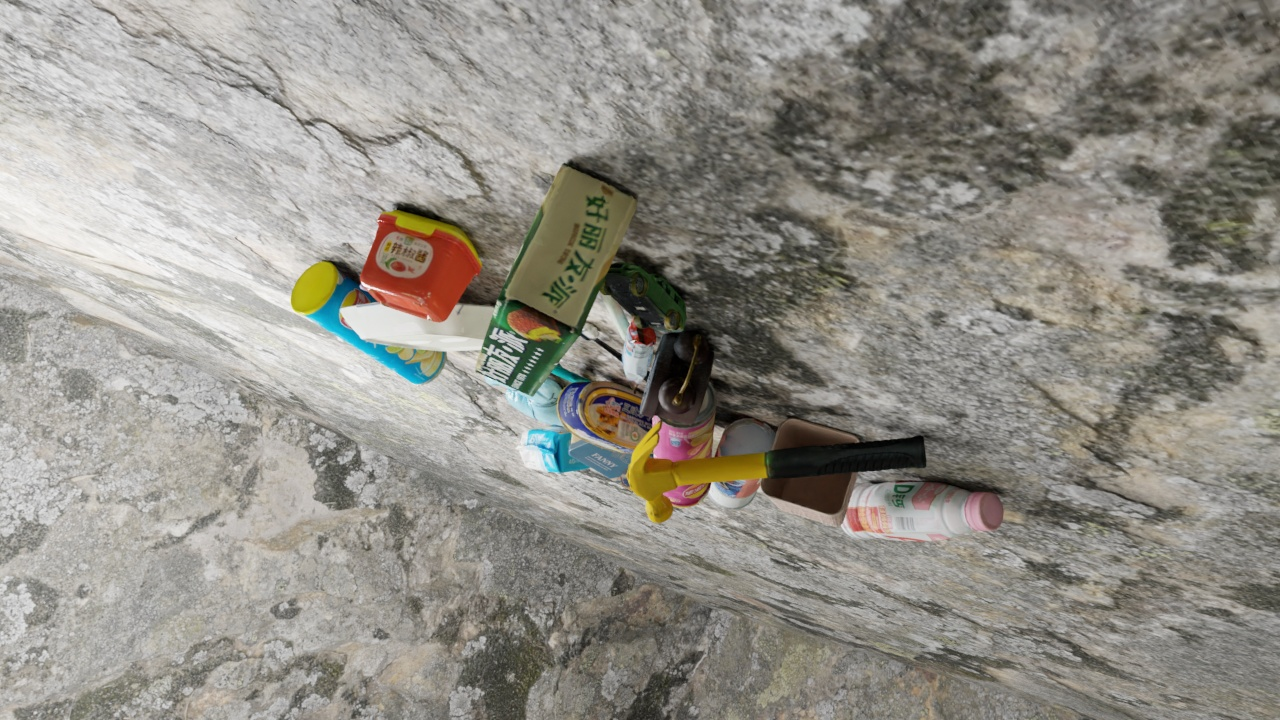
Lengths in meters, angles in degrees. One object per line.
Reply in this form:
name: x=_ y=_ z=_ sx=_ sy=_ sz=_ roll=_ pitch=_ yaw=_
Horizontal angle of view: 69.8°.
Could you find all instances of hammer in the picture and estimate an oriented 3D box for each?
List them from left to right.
hammer: x=0.130 y=0.105 z=0.923 sx=0.301 sy=0.032 sz=0.129 roll=-7 pitch=131 yaw=17

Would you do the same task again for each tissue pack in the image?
tissue pack: x=-0.097 y=0.121 z=1.309 sx=0.139 sy=0.063 sz=0.090 roll=-5 pitch=-177 yaw=-40

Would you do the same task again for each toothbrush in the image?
toothbrush: x=-0.017 y=-0.035 z=0.880 sx=0.029 sy=0.020 sz=0.189 roll=-13 pitch=155 yaw=7
toothbrush: x=-0.006 y=0.006 z=0.995 sx=0.018 sy=0.015 sz=0.181 roll=-7 pitch=147 yaw=41

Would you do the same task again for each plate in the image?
plate: x=-0.223 y=-0.035 z=1.008 sx=0.161 sy=0.034 sz=0.266 roll=9 pitch=174 yaw=-41

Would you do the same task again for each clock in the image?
clock: x=0.036 y=0.017 z=0.866 sx=0.055 sy=0.082 sz=0.122 roll=18 pitch=164 yaw=-1

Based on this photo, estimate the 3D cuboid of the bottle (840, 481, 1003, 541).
bottle: x=0.311 y=0.168 z=1.028 sx=0.068 sy=0.068 sz=0.197 roll=30 pitch=157 yaw=-25

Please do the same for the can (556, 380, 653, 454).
can: x=-0.028 y=0.070 z=1.111 sx=0.148 sy=0.074 sz=0.049 roll=25 pitch=162 yaw=-33

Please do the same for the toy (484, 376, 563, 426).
toy: x=-0.134 y=0.052 z=1.228 sx=0.161 sy=0.049 sz=0.156 roll=19 pitch=160 yaw=-8

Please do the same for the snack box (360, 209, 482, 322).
snack box: x=-0.205 y=-0.084 z=0.851 sx=0.091 sy=0.080 sz=0.082 roll=17 pitch=163 yaw=15

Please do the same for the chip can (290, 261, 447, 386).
chip can: x=-0.337 y=-0.042 z=1.158 sx=0.071 sy=0.071 sz=0.210 roll=10 pitch=160 yaw=35

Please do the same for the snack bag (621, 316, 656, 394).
snack bag: x=-0.002 y=-0.011 z=0.861 sx=0.026 sy=0.048 sz=0.104 roll=1 pitch=152 yaw=-8

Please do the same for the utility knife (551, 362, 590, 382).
utility knife: x=-0.101 y=0.007 z=1.055 sx=0.029 sy=0.013 sz=0.215 roll=8 pitch=172 yaw=18

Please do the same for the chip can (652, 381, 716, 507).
chip can: x=0.047 y=0.094 z=1.036 sx=0.071 sy=0.071 sz=0.211 roll=18 pitch=151 yaw=13

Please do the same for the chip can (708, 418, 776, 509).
chip can: x=0.122 y=0.131 z=1.126 sx=0.071 sy=0.071 sz=0.215 roll=20 pitch=162 yaw=6

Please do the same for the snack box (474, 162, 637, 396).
snack box: x=-0.076 y=-0.053 z=0.733 sx=0.063 sy=0.114 sz=0.240 roll=25 pitch=162 yaw=-8

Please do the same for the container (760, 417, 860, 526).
container: x=0.192 y=0.127 z=1.008 sx=0.090 sy=0.089 sz=0.111 roll=15 pitch=166 yaw=20

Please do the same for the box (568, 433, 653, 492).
box: x=-0.017 y=0.118 z=1.229 sx=0.090 sy=0.061 sz=0.184 roll=-28 pitch=137 yaw=33

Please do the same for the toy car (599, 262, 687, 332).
toy car: x=0.004 y=-0.054 z=0.765 sx=0.043 sy=0.036 sz=0.091 roll=8 pitch=159 yaw=41

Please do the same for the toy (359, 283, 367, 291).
toy: x=-0.251 y=-0.078 z=0.993 sx=0.083 sy=0.039 sz=0.108 roll=18 pitch=167 yaw=-28
